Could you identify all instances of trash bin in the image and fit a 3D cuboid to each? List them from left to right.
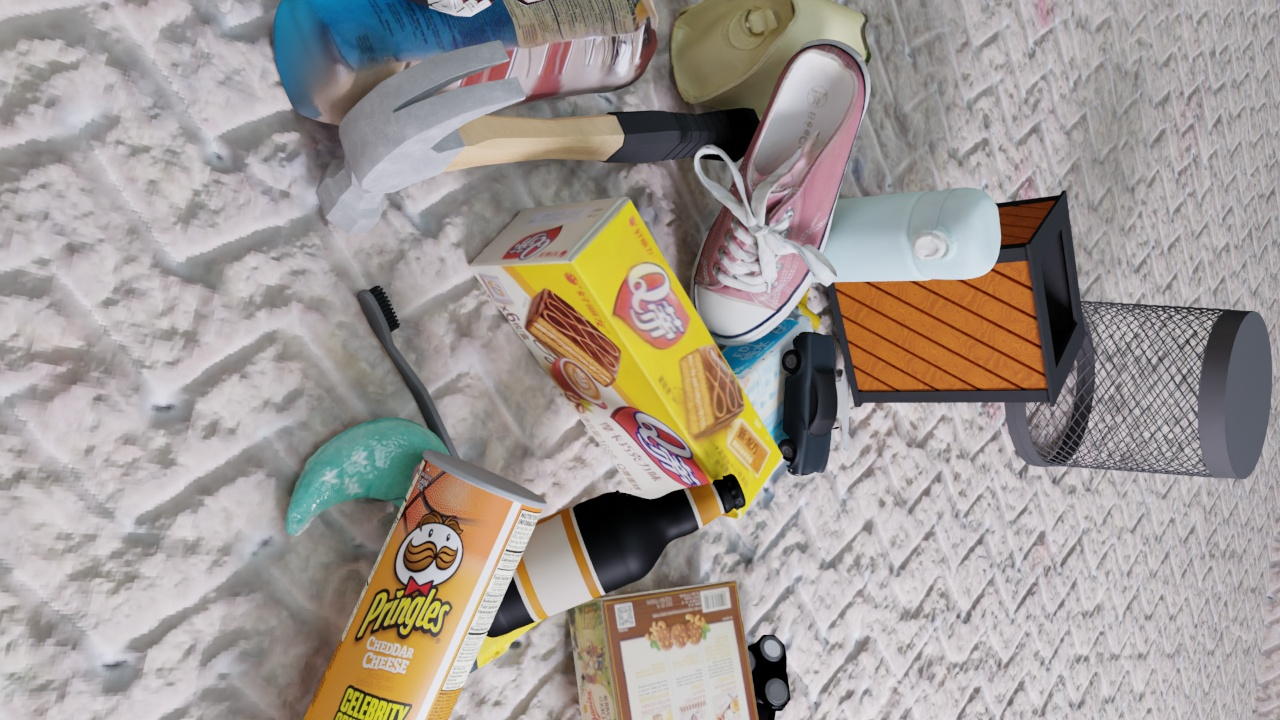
[{"bbox_3d":[0.284,-0.053,0.821,0.139,0.172,0.140,-39,118,-47],"label":"trash bin"},{"bbox_3d":[0.596,0.033,1.098,0.217,0.228,0.218,-4,96,-43],"label":"trash bin"}]

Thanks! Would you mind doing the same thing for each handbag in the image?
[{"bbox_3d":[0.102,-0.234,0.696,0.119,0.111,0.081,1,76,-44],"label":"handbag"}]

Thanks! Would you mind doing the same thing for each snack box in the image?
[{"bbox_3d":[-0.004,0.004,0.615,0.061,0.110,0.230,-51,124,-28],"label":"snack box"},{"bbox_3d":[0.022,0.243,0.675,0.143,0.041,0.147,5,71,-43],"label":"snack box"}]

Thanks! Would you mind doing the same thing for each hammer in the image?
[{"bbox_3d":[-0.032,-0.140,0.577,0.327,0.131,0.039,-16,78,-46],"label":"hammer"}]

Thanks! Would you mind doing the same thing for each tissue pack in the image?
[{"bbox_3d":[0.096,0.026,0.744,0.144,0.062,0.093,-39,118,-37],"label":"tissue pack"}]

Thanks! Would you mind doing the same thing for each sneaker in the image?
[{"bbox_3d":[0.091,-0.101,0.645,0.087,0.118,0.242,-56,166,-55],"label":"sneaker"}]

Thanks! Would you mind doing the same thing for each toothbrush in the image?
[{"bbox_3d":[-0.132,0.030,0.565,0.013,0.013,0.167,-42,120,-42],"label":"toothbrush"}]

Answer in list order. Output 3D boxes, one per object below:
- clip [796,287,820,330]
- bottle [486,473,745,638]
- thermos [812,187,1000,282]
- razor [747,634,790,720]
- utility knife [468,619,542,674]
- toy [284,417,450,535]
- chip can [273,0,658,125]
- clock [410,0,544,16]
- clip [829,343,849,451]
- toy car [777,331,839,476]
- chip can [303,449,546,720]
[{"bbox_3d":[0.138,-0.051,0.800,0.054,0.045,0.049,27,99,-39],"label":"clip"},{"bbox_3d":[-0.020,0.115,0.582,0.181,0.059,0.059,-21,111,-4],"label":"bottle"},{"bbox_3d":[0.172,-0.093,0.706,0.077,0.207,0.065,-22,107,-40],"label":"thermos"},{"bbox_3d":[0.093,0.307,0.771,0.057,0.060,0.156,-12,121,-30],"label":"razor"},{"bbox_3d":[-0.056,0.160,0.642,0.178,0.017,0.030,-27,116,-39],"label":"utility knife"},{"bbox_3d":[-0.149,0.077,0.541,0.105,0.033,0.085,33,82,-41],"label":"toy"},{"bbox_3d":[-0.093,-0.187,0.544,0.228,0.080,0.080,-25,109,-39],"label":"chip can"},{"bbox_3d":[-0.102,-0.238,0.481,0.154,0.065,0.114,30,46,2],"label":"clock"},{"bbox_3d":[0.177,0.035,0.836,0.058,0.050,0.102,-6,96,-55],"label":"clip"},{"bbox_3d":[0.133,0.034,0.711,0.046,0.034,0.112,3,90,-45],"label":"toy car"},{"bbox_3d":[-0.130,0.163,0.509,0.075,0.075,0.215,28,84,-41],"label":"chip can"}]
